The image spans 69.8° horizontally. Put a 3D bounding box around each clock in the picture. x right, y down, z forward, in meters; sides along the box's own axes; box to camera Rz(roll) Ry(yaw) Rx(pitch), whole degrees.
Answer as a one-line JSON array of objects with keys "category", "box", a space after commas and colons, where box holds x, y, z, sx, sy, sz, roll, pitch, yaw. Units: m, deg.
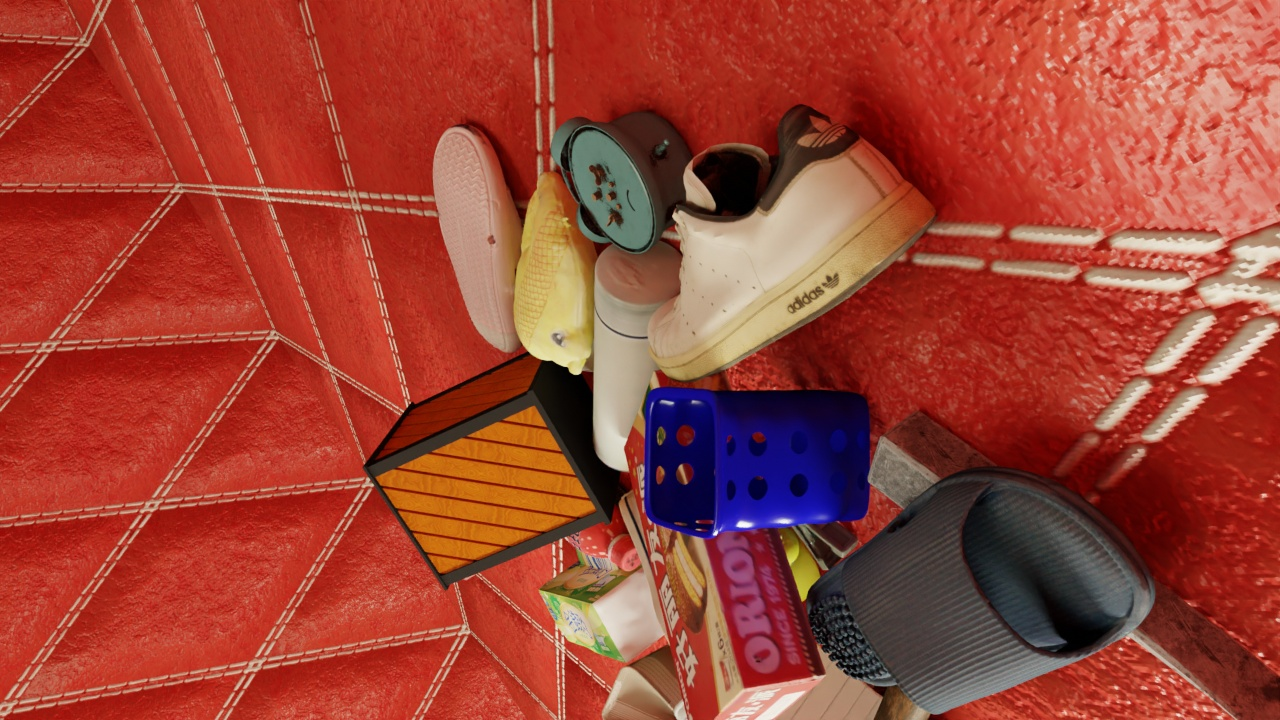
[{"category": "clock", "box": [-0.014, -0.120, 0.608, 0.124, 0.053, 0.090, 21, 137, 52]}, {"category": "clock", "box": [0.095, 0.155, 0.722, 0.083, 0.057, 0.119, 34, 150, 52]}]

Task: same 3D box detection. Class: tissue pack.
[{"category": "tissue pack", "box": [-0.047, 0.243, 1.042, 0.198, 0.120, 0.141, -22, 99, 58]}]

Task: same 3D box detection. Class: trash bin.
[{"category": "trash bin", "box": [-0.128, 0.092, 0.860, 0.140, 0.172, 0.139, 62, -166, -17]}]

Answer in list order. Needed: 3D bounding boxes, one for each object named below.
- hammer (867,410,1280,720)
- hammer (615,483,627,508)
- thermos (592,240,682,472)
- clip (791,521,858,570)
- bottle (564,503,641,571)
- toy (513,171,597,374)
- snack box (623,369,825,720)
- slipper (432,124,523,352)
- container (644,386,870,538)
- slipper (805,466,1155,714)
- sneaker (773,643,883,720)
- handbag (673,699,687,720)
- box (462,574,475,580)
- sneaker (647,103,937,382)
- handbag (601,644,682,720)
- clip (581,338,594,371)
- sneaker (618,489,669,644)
[{"category": "hammer", "box": [0.211, 0.198, 0.557, 0.218, 0.037, 0.301, 40, 145, 33]}, {"category": "hammer", "box": [-0.068, 0.112, 1.013, 0.319, 0.032, 0.130, 40, 150, 31]}, {"category": "thermos", "box": [-0.004, 0.004, 0.723, 0.068, 0.067, 0.231, 44, 152, 26]}, {"category": "clip", "box": [0.123, 0.117, 0.677, 0.076, 0.023, 0.061, 48, 153, 15]}, {"category": "bottle", "box": [-0.050, 0.165, 0.936, 0.137, 0.061, 0.062, 32, 145, 40]}, {"category": "toy", "box": [-0.070, -0.065, 0.749, 0.171, 0.064, 0.154, 120, 138, -62]}, {"category": "snack box", "box": [0.049, 0.130, 0.652, 0.113, 0.060, 0.236, 111, 151, -52]}, {"category": "slipper", "box": [-0.139, -0.107, 0.851, 0.107, 0.055, 0.222, 29, 134, 44]}, {"category": "container", "box": [0.072, 0.059, 0.563, 0.085, 0.113, 0.085, 1, 91, 62]}, {"category": "slipper", "box": [0.143, 0.136, 0.488, 0.101, 0.082, 0.264, 56, 152, 13]}, {"category": "sneaker", "box": [0.196, 0.320, 0.728, 0.237, 0.090, 0.104, 33, 168, 29]}, {"category": "handbag", "box": [0.140, 0.356, 0.849, 0.198, 0.096, 0.142, 50, 139, 17]}, {"category": "box", "box": [-0.187, 0.138, 1.043, 0.127, 0.157, 0.137, 23, 138, 56]}, {"category": "sneaker", "box": [0.050, -0.062, 0.512, 0.102, 0.088, 0.242, 50, 152, -6]}, {"category": "handbag", "box": [0.079, 0.386, 0.984, 0.198, 0.062, 0.175, 23, 177, 19]}, {"category": "clip", "box": [-0.043, -0.012, 0.839, 0.054, 0.043, 0.102, 15, 133, 40]}, {"category": "sneaker", "box": [0.055, 0.197, 0.816, 0.118, 0.088, 0.240, 59, -176, -45]}]
